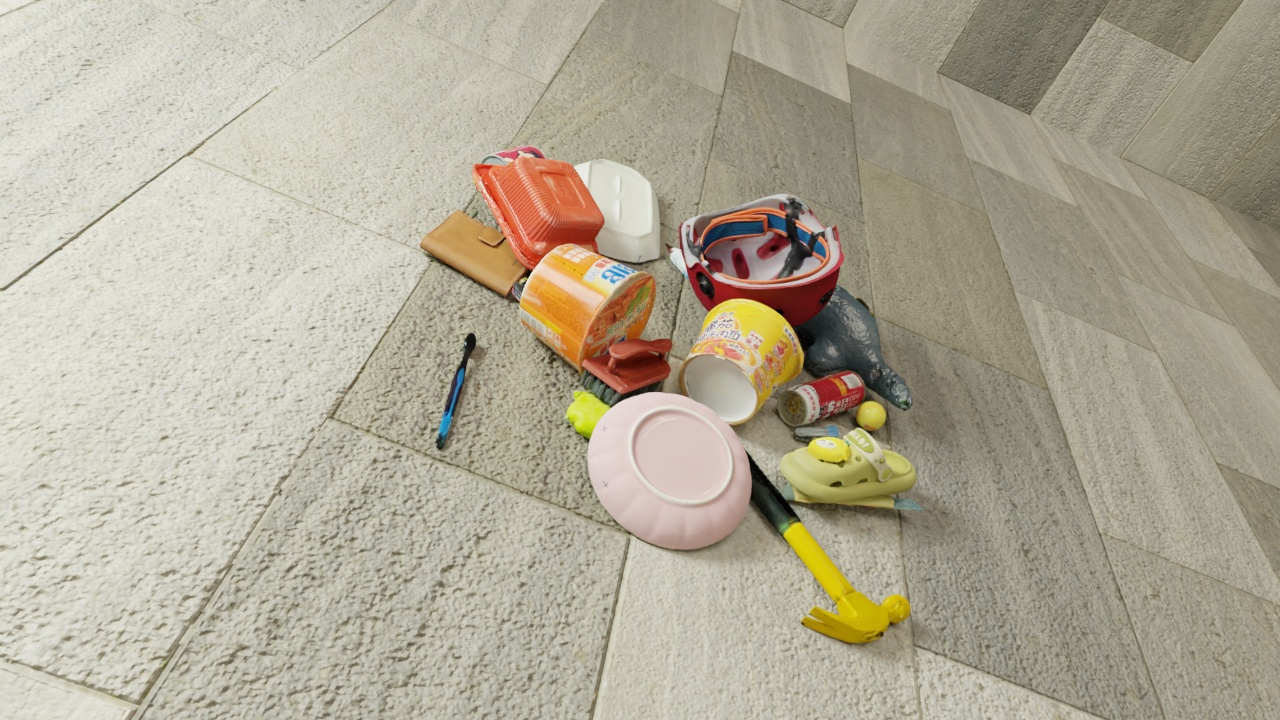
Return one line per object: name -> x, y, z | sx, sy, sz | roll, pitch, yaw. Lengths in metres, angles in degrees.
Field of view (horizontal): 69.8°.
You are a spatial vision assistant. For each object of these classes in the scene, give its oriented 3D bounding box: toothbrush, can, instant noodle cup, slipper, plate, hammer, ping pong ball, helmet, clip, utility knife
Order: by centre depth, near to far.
plate -> 0.039, 0.111, 1.011 | 0.192, 0.039, 0.192 | 10, 53, -14
toothbrush -> -0.206, 0.031, 1.024 | 0.014, 0.016, 0.189 | 25, 38, -18
hammer -> 0.171, 0.190, 1.043 | 0.128, 0.033, 0.300 | -8, 48, -39
slipper -> 0.259, 0.119, 1.120 | 0.190, 0.082, 0.091 | 2, 22, -26
instant noodle cup -> -0.069, -0.066, 1.122 | 0.111, 0.152, 0.151 | 32, 35, 21
utility knife -> 0.261, 0.168, 1.124 | 0.190, 0.020, 0.030 | 3, 40, -11
instant noodle cup -> 0.119, 0.008, 1.157 | 0.138, 0.138, 0.109 | 33, 45, 8
clip -> 0.228, 0.098, 1.196 | 0.058, 0.043, 0.026 | 6, 35, -2
can -> 0.245, 0.051, 1.241 | 0.132, 0.053, 0.053 | -14, 52, -41
helmet -> 0.171, -0.112, 1.260 | 0.206, 0.144, 0.240 | -18, 40, -12
ping pong ball -> 0.318, 0.076, 1.266 | 0.040, 0.040, 0.040 | 17, 37, -13
instant noodle cup -> -0.128, -0.210, 1.270 | 0.164, 0.079, 0.188 | -10, 65, -51
can -> -0.188, -0.284, 1.374 | 0.066, 0.067, 0.093 | 38, 37, 15
plate -> -0.038, -0.246, 1.448 | 0.162, 0.034, 0.265 | 17, 37, -12

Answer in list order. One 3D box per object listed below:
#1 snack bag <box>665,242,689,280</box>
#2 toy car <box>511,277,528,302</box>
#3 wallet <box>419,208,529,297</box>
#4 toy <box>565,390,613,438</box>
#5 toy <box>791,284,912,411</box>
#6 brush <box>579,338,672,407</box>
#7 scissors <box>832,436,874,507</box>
snack bag -> 0.076, -0.139, 1.393 | 0.104, 0.026, 0.048 | 48, 19, 28
toy car -> -0.123, -0.089, 1.204 | 0.049, 0.031, 0.106 | 43, 36, 21
wallet -> -0.211, -0.147, 1.225 | 0.130, 0.035, 0.118 | 29, 39, -1
toy -> -0.038, 0.072, 1.060 | 0.100, 0.031, 0.096 | 7, 39, -29
toy -> 0.271, -0.054, 1.358 | 0.356, 0.092, 0.137 | 41, 50, 22
brush -> -0.007, 0.006, 1.105 | 0.063, 0.069, 0.145 | 35, 23, 21
scissors -> 0.275, 0.143, 1.182 | 0.133, 0.017, 0.130 | 20, 39, -2
